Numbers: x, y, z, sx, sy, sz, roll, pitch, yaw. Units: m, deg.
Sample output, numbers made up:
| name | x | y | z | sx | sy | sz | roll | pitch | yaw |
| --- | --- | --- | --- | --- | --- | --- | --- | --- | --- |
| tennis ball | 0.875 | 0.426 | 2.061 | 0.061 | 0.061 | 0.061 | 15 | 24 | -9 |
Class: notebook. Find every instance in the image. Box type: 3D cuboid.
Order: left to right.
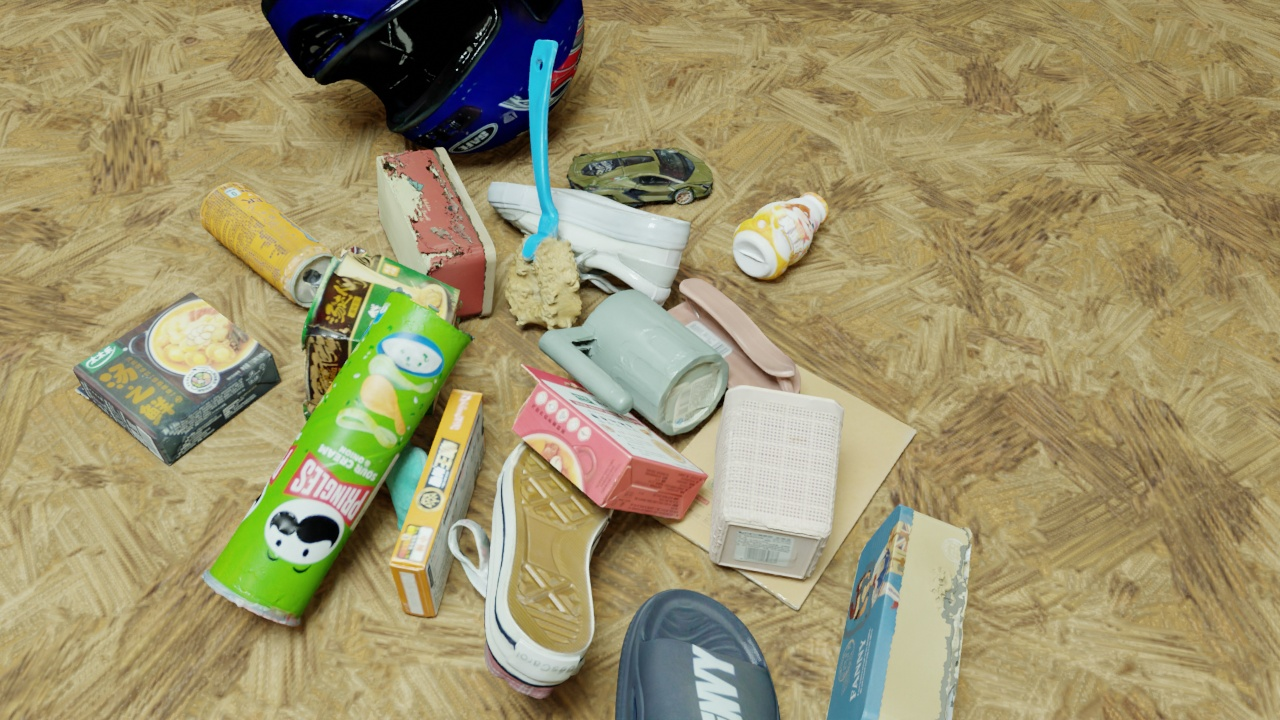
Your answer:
| name | x | y | z | sx | sy | sz | roll | pitch | yaw |
| --- | --- | --- | --- | --- | --- | --- | --- | --- | --- |
| notebook | 0.116 | 0.087 | 0.751 | 0.148 | 0.008 | 0.207 | 30 | 53 | 20 |

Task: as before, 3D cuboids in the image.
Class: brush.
| name | x | y | z | sx | sy | sz | roll | pitch | yaw |
| --- | --- | --- | --- | --- | --- | --- | --- | --- | --- |
| brush | -0.085 | -0.143 | 0.794 | 0.045 | 0.255 | 0.083 | -16 | 26 | -41 |
| brush | 0.080 | -0.009 | 0.780 | 0.063 | 0.073 | 0.145 | -27 | 50 | -23 |

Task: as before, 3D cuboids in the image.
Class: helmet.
| name | x | y | z | sx | sy | sz | roll | pitch | yaw |
| --- | --- | --- | --- | --- | --- | --- | --- | --- | --- |
| helmet | -0.192 | -0.331 | 0.933 | 0.240 | 0.248 | 0.314 | 53 | 46 | -17 |

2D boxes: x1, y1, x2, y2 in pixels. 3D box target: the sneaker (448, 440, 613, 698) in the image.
| name | x | y | z | sx | sy | sz | roll | pitch | yaw |
| --- | --- | --- | --- | --- | --- | --- | --- | --- | --- |
| sneaker | -0.075 | 0.142 | 0.632 | 0.118 | 0.088 | 0.240 | 28 | 23 | -14 |

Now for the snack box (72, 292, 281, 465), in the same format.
| name | x | y | z | sx | sy | sz | roll | pitch | yaw |
| --- | --- | --- | --- | --- | --- | --- | --- | --- | --- |
| snack box | -0.386 | 0.009 | 0.757 | 0.126 | 0.053 | 0.113 | 33 | 54 | 16 |

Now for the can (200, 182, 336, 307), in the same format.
| name | x | y | z | sx | sy | sz | roll | pitch | yaw |
| --- | --- | --- | --- | --- | --- | --- | --- | --- | --- |
| can | -0.343 | -0.108 | 0.851 | 0.146 | 0.058 | 0.058 | 35 | 55 | 23 |

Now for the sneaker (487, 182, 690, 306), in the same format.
| name | x | y | z | sx | sy | sz | roll | pitch | yaw |
| --- | --- | --- | --- | --- | --- | --- | --- | --- | --- |
| sneaker | -0.057 | -0.112 | 0.873 | 0.242 | 0.091 | 0.089 | 23 | 18 | 38 |

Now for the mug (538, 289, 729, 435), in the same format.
| name | x | y | z | sx | sy | sz | roll | pitch | yaw |
| --- | --- | --- | --- | --- | --- | --- | --- | --- | --- |
| mug | -0.004 | 0.004 | 0.744 | 0.123 | 0.084 | 0.103 | -10 | 38 | -43 |

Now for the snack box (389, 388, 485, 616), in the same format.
| name | x | y | z | sx | sy | sz | roll | pitch | yaw |
| --- | --- | --- | --- | --- | --- | --- | --- | --- | --- |
| snack box | -0.144 | 0.102 | 0.673 | 0.026 | 0.075 | 0.153 | 9 | 49 | 2 |

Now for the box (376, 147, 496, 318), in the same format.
| name | x | y | z | sx | sy | sz | roll | pitch | yaw |
| --- | --- | --- | --- | --- | --- | --- | --- | --- | --- |
| box | -0.199 | -0.117 | 0.845 | 0.080 | 0.091 | 0.168 | -13 | 51 | -25 |

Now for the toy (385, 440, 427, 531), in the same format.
| name | x | y | z | sx | sy | sz | roll | pitch | yaw |
| --- | --- | --- | --- | --- | --- | --- | --- | --- | --- |
| toy | -0.184 | 0.070 | 0.704 | 0.030 | 0.097 | 0.092 | 4 | 25 | -36 |

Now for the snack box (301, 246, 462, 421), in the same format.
| name | x | y | z | sx | sy | sz | roll | pitch | yaw |
| --- | --- | --- | --- | --- | --- | --- | --- | --- | --- |
| snack box | -0.209 | -0.015 | 0.754 | 0.105 | 0.118 | 0.117 | 12 | 48 | -7 |

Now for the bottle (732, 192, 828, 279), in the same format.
| name | x | y | z | sx | sy | sz | roll | pitch | yaw |
| --- | --- | --- | --- | --- | --- | --- | --- | --- | --- |
| bottle | 0.140 | -0.126 | 0.901 | 0.063 | 0.063 | 0.108 | 36 | 56 | 24 |

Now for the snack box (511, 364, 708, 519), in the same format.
| name | x | y | z | sx | sy | sz | roll | pitch | yaw |
| --- | --- | --- | --- | --- | --- | --- | --- | --- | --- |
| snack box | -0.029 | 0.063 | 0.689 | 0.127 | 0.113 | 0.044 | 37 | 98 | 35 |

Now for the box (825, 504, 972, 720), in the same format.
| name | x | y | z | sx | sy | sz | roll | pitch | yaw |
| --- | --- | --- | --- | --- | --- | --- | --- | --- | --- |
| box | 0.171 | 0.192 | 0.611 | 0.059 | 0.090 | 0.183 | 22 | 49 | 6 |

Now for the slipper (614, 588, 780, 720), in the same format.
| name | x | y | z | sx | sy | sz | roll | pitch | yaw |
| --- | --- | --- | --- | --- | --- | --- | --- | --- | --- |
| slipper | 0.046 | 0.256 | 0.540 | 0.110 | 0.084 | 0.267 | 13 | 50 | -14 |

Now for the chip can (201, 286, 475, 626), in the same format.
| name | x | y | z | sx | sy | sz | roll | pitch | yaw |
| --- | --- | --- | --- | --- | --- | --- | --- | --- | --- |
| chip can | -0.207 | 0.064 | 0.647 | 0.072 | 0.072 | 0.235 | 25 | 76 | 17 |

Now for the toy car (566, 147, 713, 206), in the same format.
| name | x | y | z | sx | sy | sz | roll | pitch | yaw |
| --- | --- | --- | --- | --- | --- | --- | --- | --- | --- |
| toy car | 0.001 | -0.195 | 0.967 | 0.158 | 0.042 | 0.070 | -8 | 51 | -15 |

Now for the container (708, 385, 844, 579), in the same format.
| name | x | y | z | sx | sy | sz | roll | pitch | yaw |
| --- | --- | --- | --- | --- | --- | --- | --- | --- | --- |
| container | 0.098 | 0.093 | 0.681 | 0.090 | 0.090 | 0.110 | 9 | 52 | 3 |
